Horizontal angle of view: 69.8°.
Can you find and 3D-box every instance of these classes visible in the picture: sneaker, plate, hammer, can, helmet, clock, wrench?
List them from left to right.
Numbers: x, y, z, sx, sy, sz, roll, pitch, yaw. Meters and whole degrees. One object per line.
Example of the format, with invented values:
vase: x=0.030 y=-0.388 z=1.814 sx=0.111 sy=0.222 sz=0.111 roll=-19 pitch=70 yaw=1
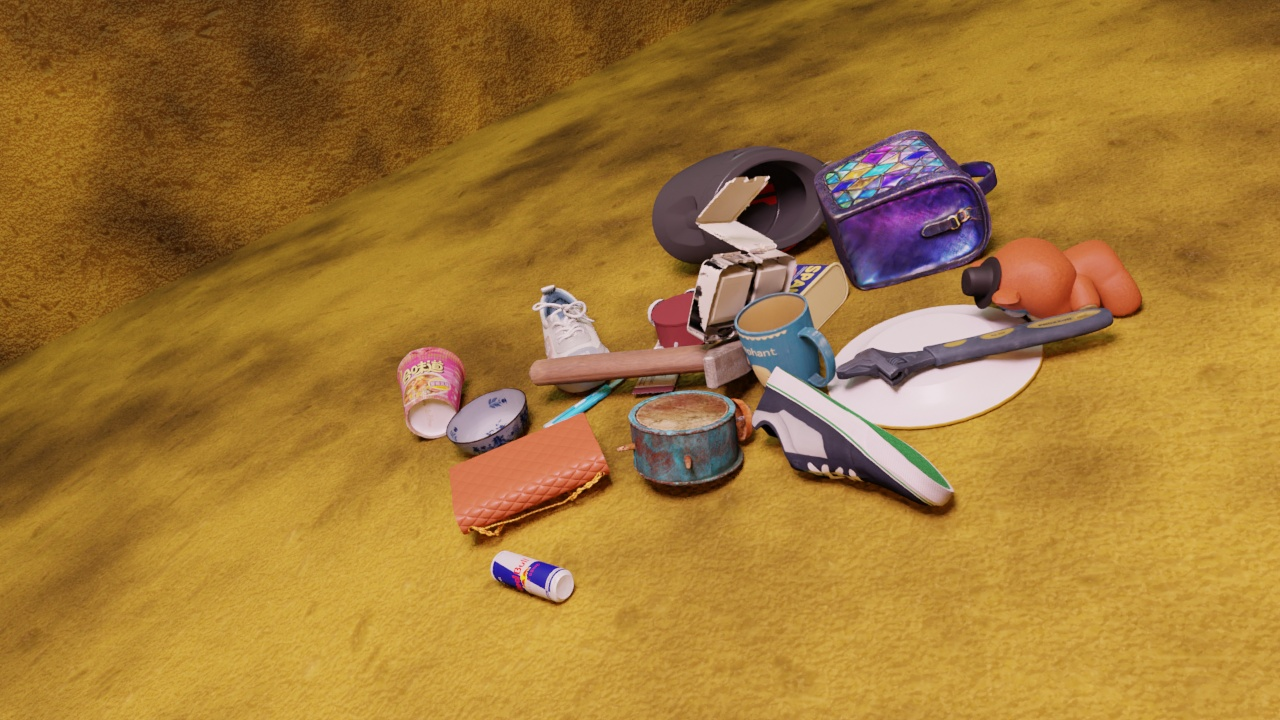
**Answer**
can: x=-0.109 y=0.216 z=0.921 sx=0.095 sy=0.032 sz=0.032 roll=5 pitch=39 yaw=42
sneaker: x=-0.106 y=-0.038 z=1.301 sx=0.089 sy=0.091 sz=0.242 roll=-24 pitch=29 yaw=-3
hammer: x=-0.007 y=0.007 z=1.133 sx=0.301 sy=0.037 sz=0.157 roll=-5 pitch=11 yaw=26
clock: x=0.058 y=-0.058 z=1.234 sx=0.087 sy=0.044 sz=0.124 roll=-19 pitch=29 yaw=-2
clock: x=0.059 y=0.080 z=0.995 sx=0.121 sy=0.073 sz=0.157 roll=9 pitch=26 yaw=38
helmet: x=0.145 y=-0.230 z=1.370 sx=0.264 sy=0.164 sz=0.170 roll=-17 pitch=12 yaw=-9
can: x=0.197 y=-0.080 z=1.185 sx=0.092 sy=0.056 sz=0.116 roll=8 pitch=41 yaw=46
sneaker: x=0.195 y=0.090 z=0.887 sx=0.235 sy=0.084 sz=0.079 roll=37 pitch=99 yaw=50
plate: x=0.314 y=-0.004 z=1.001 sx=0.230 sy=0.021 sz=0.229 roll=-18 pitch=28 yaw=10
wrench: x=0.339 y=-0.013 z=0.948 sx=0.274 sy=0.022 sz=0.073 roll=-14 pitch=22 yaw=18

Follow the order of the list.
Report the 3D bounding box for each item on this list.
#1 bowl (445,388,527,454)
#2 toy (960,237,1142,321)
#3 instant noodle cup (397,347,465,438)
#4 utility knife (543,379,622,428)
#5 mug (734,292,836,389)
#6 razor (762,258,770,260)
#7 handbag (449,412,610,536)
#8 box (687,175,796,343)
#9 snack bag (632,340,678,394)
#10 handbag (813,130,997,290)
bowl: x=-0.191 y=0.088 z=1.193 sx=0.114 sy=0.045 sz=0.114 roll=-18 pitch=28 yaw=10
toy: x=0.434 y=-0.088 z=0.980 sx=0.176 sy=0.096 sz=0.112 roll=9 pitch=31 yaw=-3
instant noodle cup: x=-0.294 y=0.051 z=1.294 sx=0.098 sy=0.098 sz=0.108 roll=-22 pitch=36 yaw=2
utility knife: x=-0.063 y=0.050 z=1.198 sx=0.151 sy=0.015 sz=0.022 roll=-36 pitch=30 yaw=-27
mug: x=0.170 y=-0.009 z=1.029 sx=0.084 sy=0.104 sz=0.112 roll=-38 pitch=34 yaw=-26
razor: x=0.155 y=-0.109 z=1.281 sx=0.151 sy=0.054 sz=0.067 roll=-38 pitch=14 yaw=-38
handbag: x=-0.124 y=0.136 z=1.041 sx=0.172 sy=0.060 sz=0.109 roll=-23 pitch=22 yaw=-5
box: x=0.102 y=-0.134 z=1.073 sx=0.143 sy=0.193 sz=0.106 roll=-12 pitch=34 yaw=-44
snack bag: x=0.037 y=-0.002 z=1.213 sx=0.057 sy=0.013 sz=0.157 roll=-6 pitch=31 yaw=22
handbag: x=0.358 y=-0.210 z=1.217 sx=0.222 sy=0.125 sz=0.204 roll=-20 pitch=28 yaw=11
